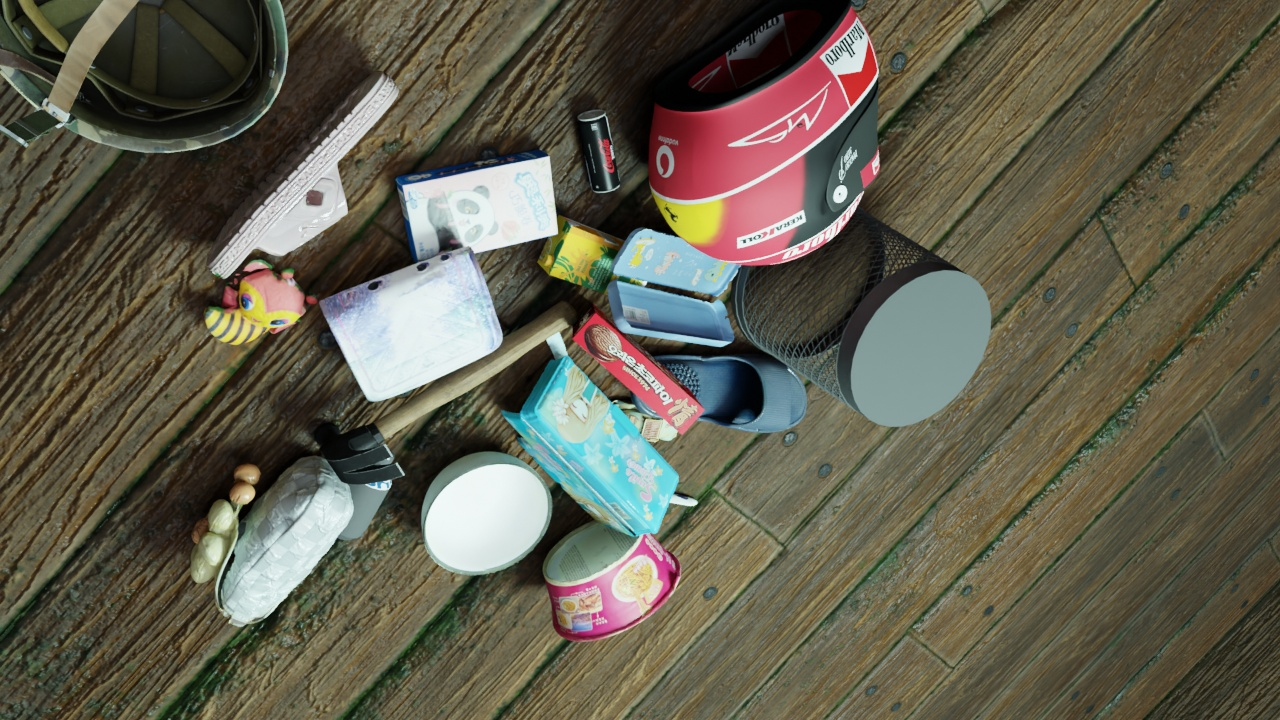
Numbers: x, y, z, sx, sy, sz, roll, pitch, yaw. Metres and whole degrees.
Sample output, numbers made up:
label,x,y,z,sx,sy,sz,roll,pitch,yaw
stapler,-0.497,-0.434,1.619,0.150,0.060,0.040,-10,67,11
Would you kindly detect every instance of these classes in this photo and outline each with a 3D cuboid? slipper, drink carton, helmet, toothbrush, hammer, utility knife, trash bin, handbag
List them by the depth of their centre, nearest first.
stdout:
label,x,y,z,sx,sy,sz,roll,pitch,yaw
helmet,-0.368,-0.254,0.652,0.193,0.236,0.224,-47,137,8
slipper,-0.295,-0.157,0.834,0.239,0.094,0.064,-48,122,-1
handbag,-0.231,-0.044,0.934,0.158,0.069,0.127,-24,139,-14
handbag,-0.387,0.170,0.955,0.171,0.112,0.123,-47,119,3
helmet,0.138,-0.220,0.957,0.270,0.198,0.225,-39,127,-14
hammer,-0.196,0.026,0.981,0.304,0.132,0.040,-34,122,-18
drink carton,-0.050,-0.111,1.015,0.122,0.041,0.058,17,107,-33
trash bin,0.258,-0.058,1.083,0.217,0.227,0.218,-12,120,-21
utility knife,-0.075,0.051,1.108,0.030,0.019,0.228,-31,122,-17
slipper,0.115,0.035,1.134,0.263,0.083,0.101,6,84,-29
toothbrush,0.002,0.172,1.210,0.188,0.016,0.017,16,98,-32

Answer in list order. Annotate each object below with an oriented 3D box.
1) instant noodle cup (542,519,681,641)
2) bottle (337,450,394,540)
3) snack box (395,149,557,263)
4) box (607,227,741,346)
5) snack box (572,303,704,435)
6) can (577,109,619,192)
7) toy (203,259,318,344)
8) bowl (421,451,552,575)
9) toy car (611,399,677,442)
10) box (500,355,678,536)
label,x,y,z,sx,sy,sz,roll,pitch,yaw
instant noodle cup,-0.046,0.262,1.150,0.178,0.179,0.078,-28,108,-11
bottle,-0.308,0.147,1.019,0.047,0.047,0.112,24,102,-34
snack box,-0.164,-0.157,0.938,0.154,0.033,0.088,-16,123,-19
box,0.041,-0.081,1.039,0.209,0.047,0.122,6,91,-51
snack box,-0.006,0.006,1.008,0.152,0.132,0.036,41,93,-8
can,-0.044,-0.220,0.965,0.031,0.031,0.081,-22,124,-16
toy,-0.365,-0.053,0.884,0.103,0.046,0.084,-30,148,2
bowl,-0.187,0.169,1.077,0.153,0.073,0.154,-12,120,-22
toy car,0.009,0.079,1.143,0.111,0.047,0.047,6,109,-29
box,-0.072,0.113,1.098,0.227,0.117,0.097,49,45,-25
